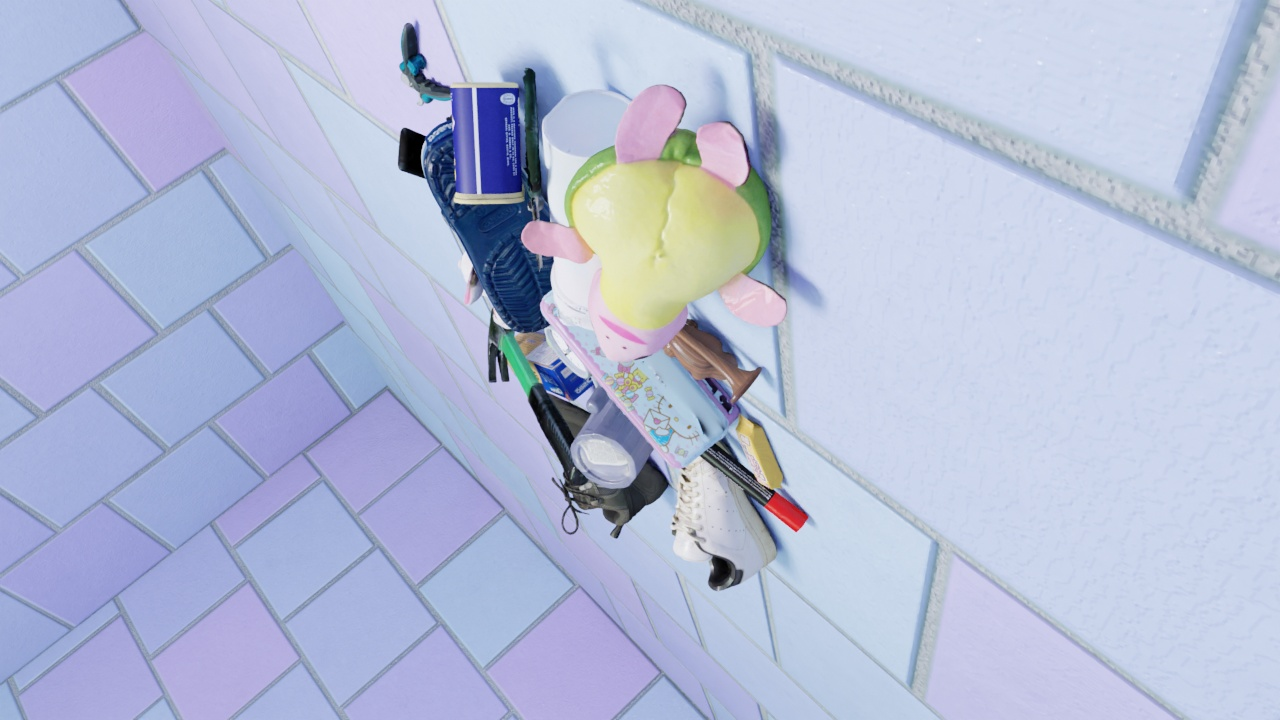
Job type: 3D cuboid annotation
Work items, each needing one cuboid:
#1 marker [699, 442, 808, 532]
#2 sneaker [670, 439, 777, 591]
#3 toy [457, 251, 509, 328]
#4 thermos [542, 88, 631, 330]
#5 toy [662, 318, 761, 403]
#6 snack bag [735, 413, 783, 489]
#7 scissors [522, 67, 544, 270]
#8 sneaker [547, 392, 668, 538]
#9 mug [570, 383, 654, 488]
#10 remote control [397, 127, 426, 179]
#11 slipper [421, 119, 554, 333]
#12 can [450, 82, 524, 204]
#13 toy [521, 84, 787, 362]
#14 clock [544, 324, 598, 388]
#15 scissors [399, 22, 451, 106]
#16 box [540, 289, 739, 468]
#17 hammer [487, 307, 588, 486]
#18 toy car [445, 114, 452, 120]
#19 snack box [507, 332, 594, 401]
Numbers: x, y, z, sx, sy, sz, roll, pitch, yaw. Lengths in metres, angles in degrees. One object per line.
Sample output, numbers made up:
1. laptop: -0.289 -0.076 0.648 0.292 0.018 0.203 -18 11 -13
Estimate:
1. marker: 0.108 0.123 0.944 0.145 0.021 0.023 38 -176 6
2. sneaker: 0.067 0.167 1.031 0.089 0.102 0.241 22 147 56
3. toy: -0.165 -0.101 1.075 0.194 0.084 0.159 73 -168 -63
4. thermos: -0.029 -0.107 0.738 0.099 0.099 0.221 42 157 24
5. toy: 0.056 -0.005 0.811 0.102 0.041 0.055 39 175 12
6. snack bag: 0.116 0.093 0.900 0.026 0.020 0.099 31 154 49
7. scissors: -0.085 -0.167 0.719 0.202 0.015 0.201 96 169 -49
8. sneaker: -0.082 0.154 1.238 0.238 0.142 0.101 45 167 -30
9. mug: -0.023 0.062 1.005 0.084 0.103 0.124 9 129 23
10. remote control: -0.190 -0.195 0.911 0.020 0.041 0.151 7 -178 24
11. slipper: -0.136 -0.140 0.924 0.095 0.105 0.253 60 177 46
12. can: -0.127 -0.184 0.767 0.116 0.056 0.092 -113 22 -72
13. toy: 0.014 -0.081 0.636 0.190 0.087 0.239 13 142 -1
14. clock: -0.078 -0.026 1.090 0.119 0.042 0.094 43 160 20
15. scissors: -0.221 -0.289 0.940 0.124 0.019 0.156 46 164 17
16. box: -0.006 0.006 0.898 0.214 0.092 0.089 50 162 0
17. hammer: -0.131 0.039 1.139 0.318 0.032 0.130 54 136 45
18. toy car: -0.172 -0.233 0.911 0.039 0.039 0.113 32 168 -16
19. snack box: -0.124 0.004 1.237 0.057 0.056 0.207 59 160 -22
